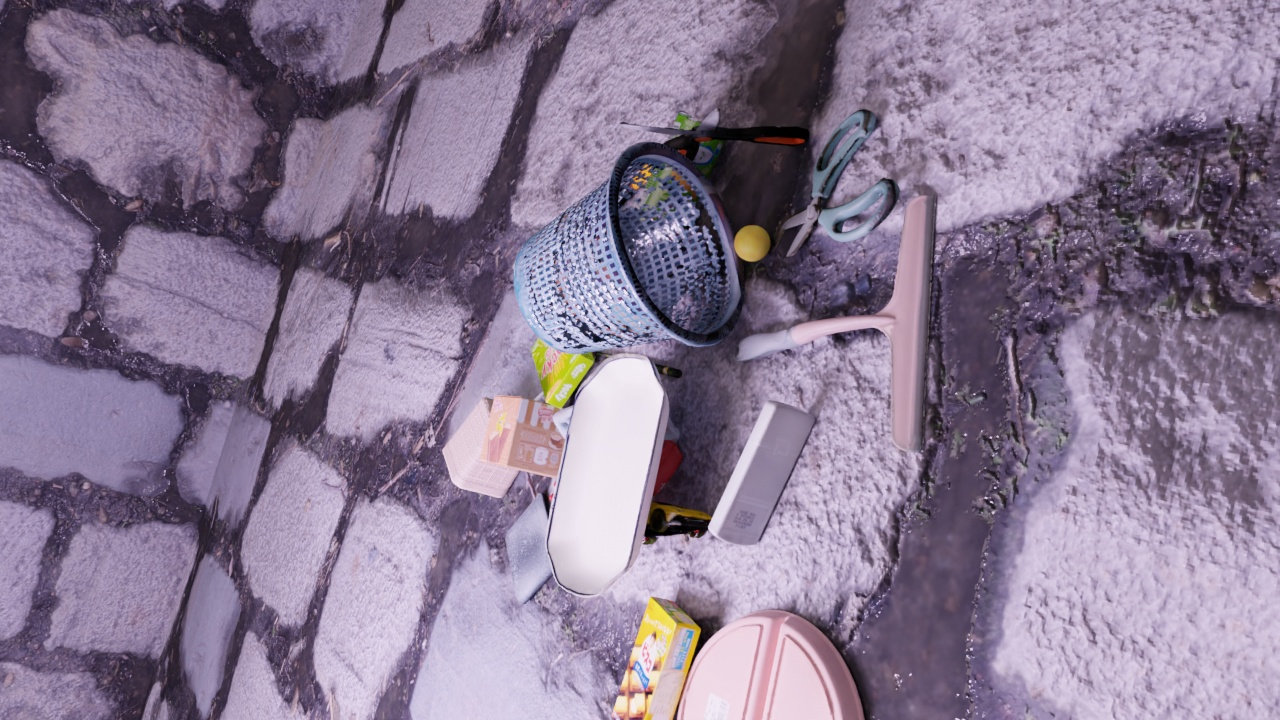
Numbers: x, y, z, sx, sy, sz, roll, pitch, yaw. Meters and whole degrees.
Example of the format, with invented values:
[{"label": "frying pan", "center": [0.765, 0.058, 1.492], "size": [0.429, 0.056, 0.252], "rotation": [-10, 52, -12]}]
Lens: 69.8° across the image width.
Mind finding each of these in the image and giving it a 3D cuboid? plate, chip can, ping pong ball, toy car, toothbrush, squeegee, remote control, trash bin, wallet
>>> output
[{"label": "plate", "center": [0.109, 0.346, 0.843], "size": [0.230, 0.028, 0.229], "rotation": [-27, 55, 46]}, {"label": "chip can", "center": [0.029, -0.188, 1.148], "size": [0.072, 0.072, 0.236], "rotation": [37, 106, 53]}, {"label": "ping pong ball", "center": [0.124, -0.130, 1.021], "size": [0.040, 0.040, 0.040], "rotation": [-27, 55, 45]}, {"label": "toy car", "center": [0.015, 0.177, 1.008], "size": [0.156, 0.071, 0.041], "rotation": [-17, 64, 47]}, {"label": "toothbrush", "center": [-0.007, 0.007, 1.163], "size": [0.186, 0.012, 0.017], "rotation": [13, 91, 55]}, {"label": "squeegee", "center": [0.171, -0.025, 0.914], "size": [0.250, 0.040, 0.247], "rotation": [-13, 65, 51]}, {"label": "remote control", "center": [0.119, 0.112, 0.907], "size": [0.021, 0.058, 0.150], "rotation": [36, 104, 56]}, {"label": "plate", "center": [-0.031, 0.124, 0.999], "size": [0.162, 0.034, 0.265], "rotation": [-2, 74, 52]}, {"label": "trash bin", "center": [-0.026, -0.102, 1.027], "size": [0.196, 0.226, 0.226], "rotation": [-18, 61, 38]}, {"label": "wallet", "center": [-0.144, 0.252, 1.237], "size": [0.097, 0.019, 0.120], "rotation": [-50, 39, 25]}]

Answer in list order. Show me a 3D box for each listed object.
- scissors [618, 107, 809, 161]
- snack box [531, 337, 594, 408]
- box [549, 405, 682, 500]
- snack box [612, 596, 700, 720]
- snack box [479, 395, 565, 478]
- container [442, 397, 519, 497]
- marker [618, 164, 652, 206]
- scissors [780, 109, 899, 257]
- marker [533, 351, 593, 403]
[{"label": "scissors", "center": [0.074, -0.246, 0.995], "size": [0.221, 0.233, 0.021], "rotation": [180, 88, -68]}, {"label": "snack box", "center": [-0.110, -0.008, 1.271], "size": [0.086, 0.026, 0.156], "rotation": [-55, 28, 17]}, {"label": "box", "center": [-0.046, 0.105, 1.095], "size": [0.202, 0.100, 0.102], "rotation": [-19, 24, 49]}, {"label": "snack box", "center": [0.015, 0.327, 0.956], "size": [0.140, 0.033, 0.087], "rotation": [-70, 17, -1]}, {"label": "snack box", "center": [-0.151, 0.104, 1.245], "size": [0.077, 0.092, 0.094], "rotation": [0, 76, 54]}, {"label": "container", "center": [-0.215, 0.123, 1.329], "size": [0.111, 0.090, 0.090], "rotation": [-54, 39, 19]}, {"label": "marker", "center": [-0.017, -0.234, 1.282], "size": [0.124, 0.015, 0.018], "rotation": [-42, 43, 39]}, {"label": "scissors", "center": [0.208, -0.168, 0.934], "size": [0.170, 0.019, 0.181], "rotation": [-60, 30, 16]}, {"label": "marker", "center": [-0.114, 0.030, 1.294], "size": [0.146, 0.017, 0.017], "rotation": [-42, 45, 35]}]
